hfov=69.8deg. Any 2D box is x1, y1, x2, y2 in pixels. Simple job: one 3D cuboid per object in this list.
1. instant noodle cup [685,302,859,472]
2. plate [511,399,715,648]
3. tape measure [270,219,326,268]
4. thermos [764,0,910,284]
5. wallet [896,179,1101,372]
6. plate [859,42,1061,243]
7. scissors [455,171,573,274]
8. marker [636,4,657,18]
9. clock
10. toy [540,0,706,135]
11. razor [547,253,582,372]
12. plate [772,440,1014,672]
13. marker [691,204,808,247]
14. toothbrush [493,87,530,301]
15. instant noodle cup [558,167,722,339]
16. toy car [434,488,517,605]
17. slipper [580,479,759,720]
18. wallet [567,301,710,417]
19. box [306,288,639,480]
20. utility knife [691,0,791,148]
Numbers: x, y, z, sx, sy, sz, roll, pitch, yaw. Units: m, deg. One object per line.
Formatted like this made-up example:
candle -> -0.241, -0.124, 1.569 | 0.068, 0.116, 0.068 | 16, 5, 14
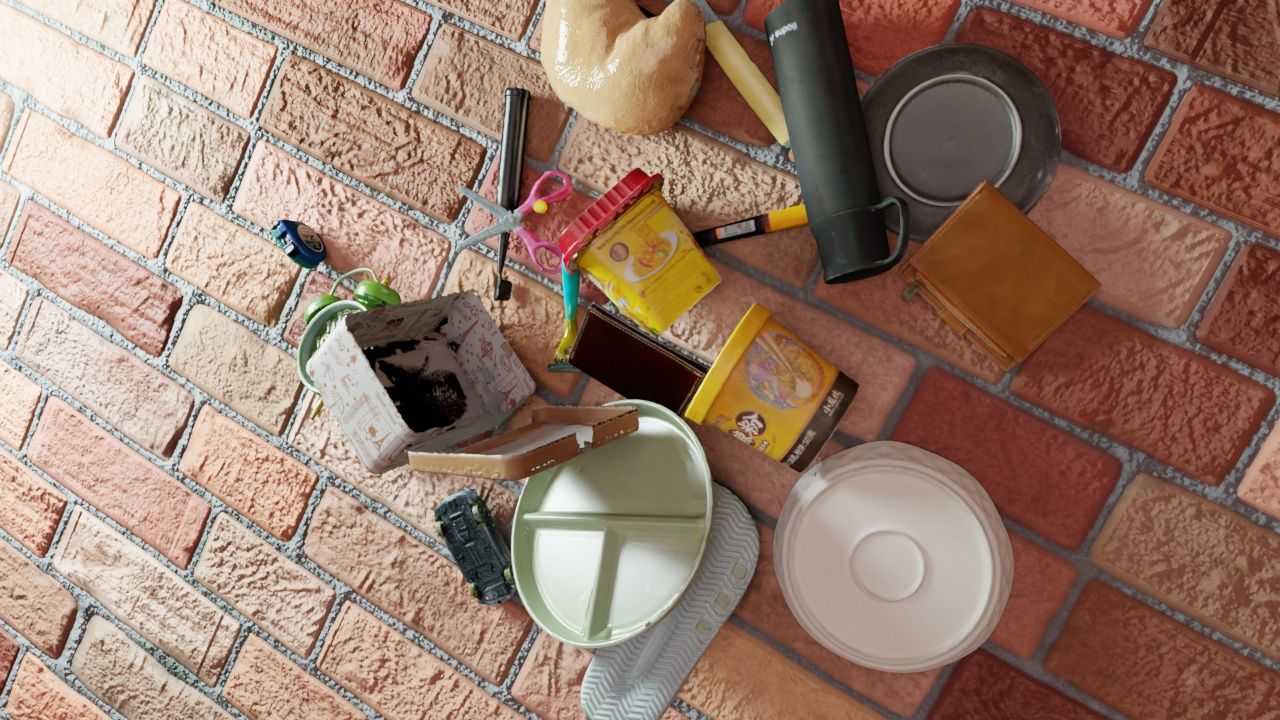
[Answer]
instant noodle cup -> 0.117, 0.029, 0.801 | 0.114, 0.118, 0.118 | 33, 99, 6
plate -> -0.026, 0.146, 0.838 | 0.231, 0.027, 0.229 | -18, 57, 31
tape measure -> -0.364, -0.124, 0.982 | 0.025, 0.058, 0.054 | -33, 84, 14
thermos -> 0.174, -0.193, 0.796 | 0.090, 0.068, 0.242 | -17, 83, 42
wallet -> 0.296, -0.065, 0.775 | 0.130, 0.035, 0.119 | 43, 107, 1
plate -> 0.269, -0.189, 0.797 | 0.180, 0.024, 0.179 | 0, 90, 17
scissors -> -0.119, -0.133, 0.908 | 0.133, 0.017, 0.131 | -28, 96, -4
marker -> -0.009, -0.339, 0.889 | 0.132, 0.020, 0.022 | 36, 85, 16
clock -> -0.296, -0.021, 0.948 | 0.116, 0.056, 0.161 | -15, 66, 20
toy -> -0.041, -0.303, 0.867 | 0.226, 0.082, 0.144 | 36, 109, 19
razor -> -0.069, -0.054, 0.901 | 0.043, 0.028, 0.132 | 1, 95, 4
plate -> 0.216, 0.175, 0.802 | 0.205, 0.045, 0.205 | 0, 90, 17
marker -> 0.104, -0.124, 0.855 | 0.124, 0.015, 0.018 | -11, 85, 20
toothbrush -> -0.132, -0.165, 0.925 | 0.026, 0.027, 0.212 | 10, 96, 62
instant noodle cup -> 0.003, -0.091, 0.835 | 0.116, 0.116, 0.123 | -41, 90, -3
toy car -> -0.163, 0.189, 0.928 | 0.054, 0.036, 0.120 | -26, 92, 15
slipper -> 0.029, 0.228, 0.844 | 0.104, 0.074, 0.245 | 27, 81, 12
wallet -> -0.005, 0.005, 0.847 | 0.122, 0.020, 0.097 | 30, 141, 3
box -> -0.155, 0.041, 0.836 | 0.271, 0.178, 0.133 | 30, 116, 25
utility knife -> 0.091, -0.279, 0.856 | 0.031, 0.021, 0.208 | -36, 86, 11
